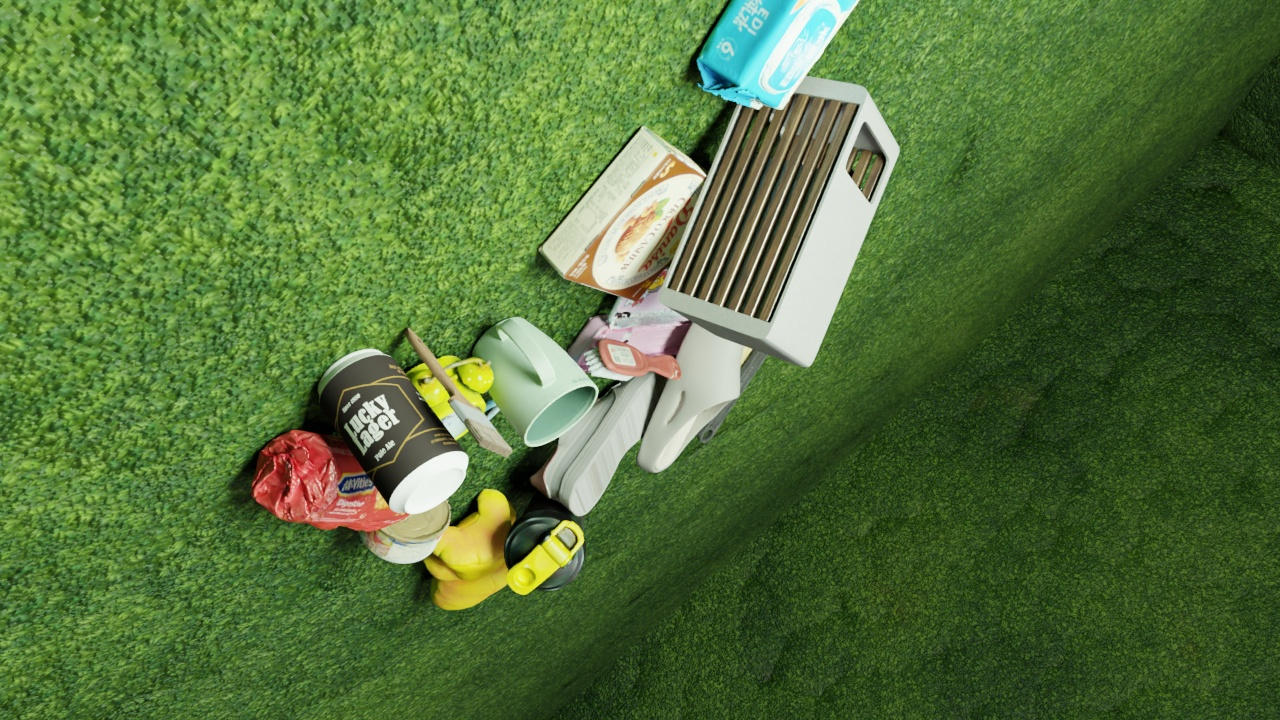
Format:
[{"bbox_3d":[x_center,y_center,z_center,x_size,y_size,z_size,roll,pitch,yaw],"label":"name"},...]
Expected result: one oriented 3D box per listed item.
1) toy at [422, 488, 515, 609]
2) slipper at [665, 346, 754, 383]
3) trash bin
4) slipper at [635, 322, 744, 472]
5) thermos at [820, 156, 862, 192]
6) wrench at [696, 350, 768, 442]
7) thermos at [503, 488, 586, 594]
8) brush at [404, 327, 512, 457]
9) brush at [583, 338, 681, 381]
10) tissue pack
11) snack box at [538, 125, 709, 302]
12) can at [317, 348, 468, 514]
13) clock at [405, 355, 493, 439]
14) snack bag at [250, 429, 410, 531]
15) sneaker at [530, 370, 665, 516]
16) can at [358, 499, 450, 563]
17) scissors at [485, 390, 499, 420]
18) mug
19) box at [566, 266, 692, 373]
[{"bbox_3d":[-0.204,0.250,1.174,0.134,0.087,0.194,-34,158,-30],"label":"toy"},{"bbox_3d":[0.117,-0.015,1.225,0.262,0.079,0.111,-52,160,27],"label":"slipper"},{"bbox_3d":[0.129,-0.127,0.838,0.114,0.114,0.229,24,88,-58],"label":"trash bin"},{"bbox_3d":[0.081,0.044,1.126,0.112,0.080,0.266,-12,133,-54],"label":"slipper"},{"bbox_3d":[0.160,-0.159,0.999,0.198,0.086,0.086,-31,157,-26],"label":"thermos"},{"bbox_3d":[0.154,-0.007,1.179,0.073,0.018,0.273,23,104,-49],"label":"wrench"},{"bbox_3d":[-0.108,0.206,1.138,0.098,0.098,0.220,-46,-173,10],"label":"thermos"},{"bbox_3d":[-0.152,0.021,0.732,0.008,0.143,0.045,-44,151,3],"label":"brush"},{"bbox_3d":[-0.006,0.006,1.008,0.030,0.041,0.172,-28,161,25],"label":"brush"},{"bbox_3d":[0.113,-0.267,0.739,0.092,0.061,0.145,-11,144,-54],"label":"tissue pack"},{"bbox_3d":[-0.001,-0.128,0.842,0.143,0.041,0.146,-48,158,15],"label":"snack box"},{"bbox_3d":[-0.200,0.057,0.739,0.071,0.128,0.072,-35,158,-17],"label":"can"},{"bbox_3d":[-0.180,0.031,0.823,0.083,0.057,0.119,-19,156,-41],"label":"clock"},{"bbox_3d":[-0.262,0.109,0.808,0.082,0.082,0.176,-44,158,7],"label":"snack bag"},{"bbox_3d":[-0.054,0.081,1.131,0.235,0.089,0.099,-52,149,-35],"label":"sneaker"},{"bbox_3d":[-0.240,0.160,0.932,0.086,0.086,0.043,-17,148,-47],"label":"can"},{"bbox_3d":[-0.130,0.020,0.955,0.139,0.013,0.118,-32,156,-18],"label":"scissors"},{"bbox_3d":[-0.103,0.008,0.846,0.084,0.104,0.111,-34,159,-18],"label":"mug"},{"bbox_3d":[0.015,-0.049,1.038,0.200,0.037,0.153,-9,140,-54],"label":"box"}]
